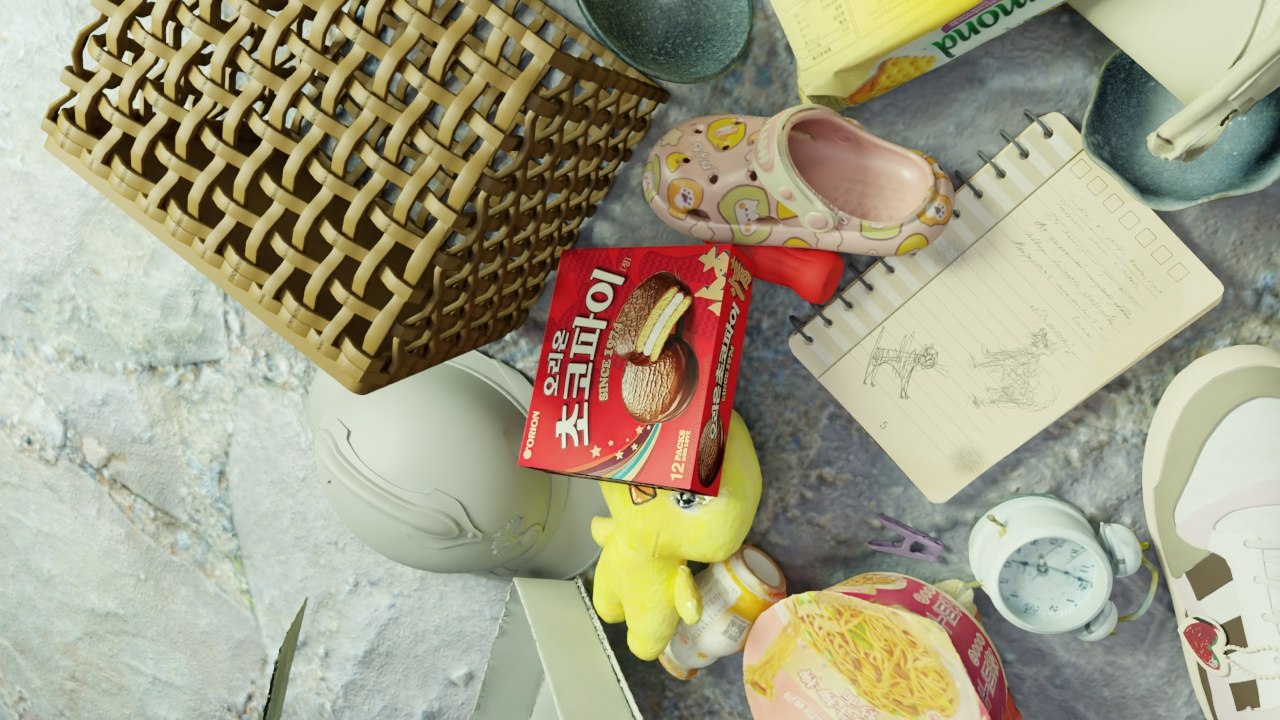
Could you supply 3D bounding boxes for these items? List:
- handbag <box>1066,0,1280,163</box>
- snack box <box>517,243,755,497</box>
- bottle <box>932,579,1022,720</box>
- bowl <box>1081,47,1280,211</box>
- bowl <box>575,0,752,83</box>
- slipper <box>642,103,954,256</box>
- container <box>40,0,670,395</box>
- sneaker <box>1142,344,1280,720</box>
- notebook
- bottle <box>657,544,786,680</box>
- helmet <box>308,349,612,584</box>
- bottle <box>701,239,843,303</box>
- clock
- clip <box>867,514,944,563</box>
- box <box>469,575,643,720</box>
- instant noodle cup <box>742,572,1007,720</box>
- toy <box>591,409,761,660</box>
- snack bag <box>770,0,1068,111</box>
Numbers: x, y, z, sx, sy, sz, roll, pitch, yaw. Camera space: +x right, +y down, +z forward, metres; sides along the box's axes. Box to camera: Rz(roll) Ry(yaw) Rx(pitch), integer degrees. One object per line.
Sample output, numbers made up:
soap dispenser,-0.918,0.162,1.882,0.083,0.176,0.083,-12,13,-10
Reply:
handbag,0.293,-0.245,0.493,0.185,0.131,0.229,-49,60,35
snack box,-0.004,0.004,0.600,0.133,0.035,0.152,3,77,34
bottle,0.227,0.209,0.638,0.044,0.044,0.109,-20,95,18
bowl,0.313,-0.134,0.529,0.110,0.055,0.110,-3,81,21
bowl,0.001,-0.233,0.592,0.057,0.136,0.137,-18,98,58
slipper,0.096,-0.123,0.570,0.197,0.081,0.093,11,65,15
container,-0.164,-0.155,0.579,0.251,0.219,0.214,37,108,6
sneaker,0.377,0.141,0.542,0.112,0.116,0.294,-8,99,17
notebook,0.226,-0.030,0.599,0.226,0.024,0.167,-43,89,19
bottle,0.056,0.187,0.672,0.063,0.063,0.109,39,111,5
helmet,-0.158,0.091,0.682,0.271,0.117,0.184,29,107,6
bottle,0.077,-0.076,0.618,0.119,0.036,0.036,28,108,26
clock,0.277,0.137,0.603,0.117,0.057,0.083,13,105,5
clip,0.188,0.129,0.649,0.051,0.013,0.032,22,108,8
box,-0.116,0.282,0.591,0.165,0.329,0.167,26,109,24
instant noodle cup,0.164,0.220,0.616,0.179,0.077,0.179,16,116,36
toy,0.020,0.107,0.642,0.134,0.092,0.208,32,103,41
snack bag,0.157,-0.249,0.496,0.248,0.068,0.159,-18,92,50
